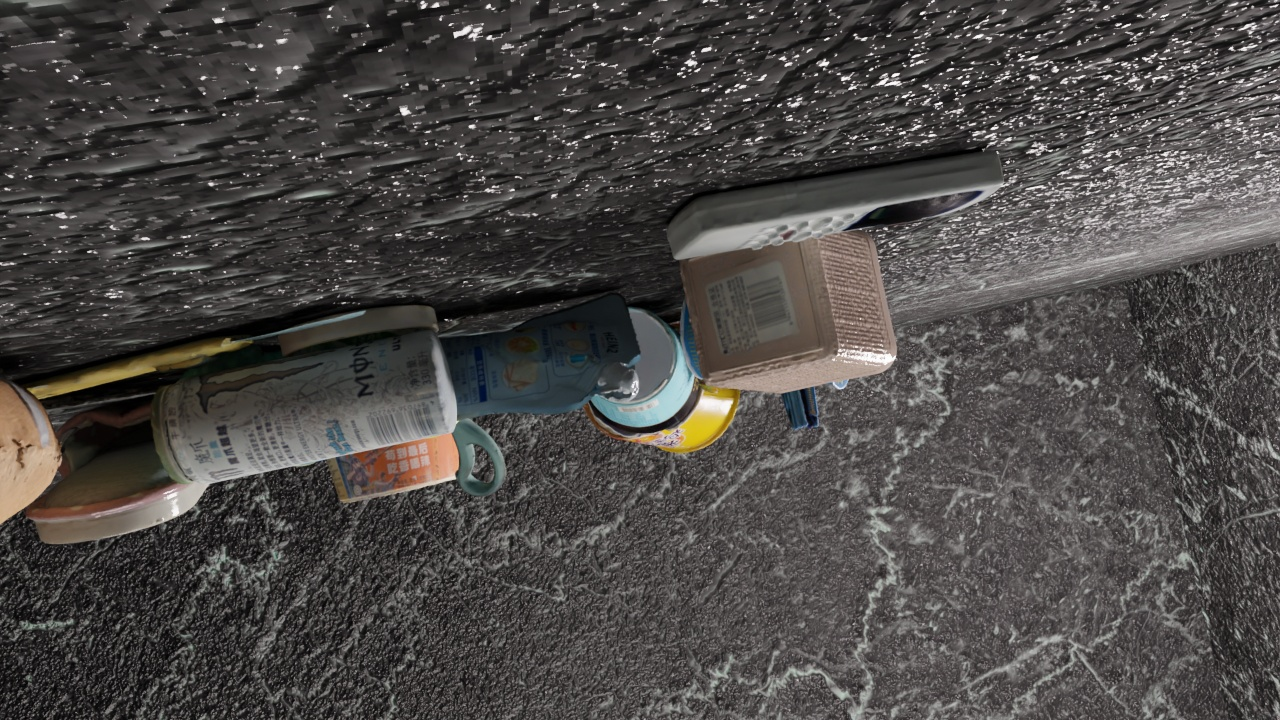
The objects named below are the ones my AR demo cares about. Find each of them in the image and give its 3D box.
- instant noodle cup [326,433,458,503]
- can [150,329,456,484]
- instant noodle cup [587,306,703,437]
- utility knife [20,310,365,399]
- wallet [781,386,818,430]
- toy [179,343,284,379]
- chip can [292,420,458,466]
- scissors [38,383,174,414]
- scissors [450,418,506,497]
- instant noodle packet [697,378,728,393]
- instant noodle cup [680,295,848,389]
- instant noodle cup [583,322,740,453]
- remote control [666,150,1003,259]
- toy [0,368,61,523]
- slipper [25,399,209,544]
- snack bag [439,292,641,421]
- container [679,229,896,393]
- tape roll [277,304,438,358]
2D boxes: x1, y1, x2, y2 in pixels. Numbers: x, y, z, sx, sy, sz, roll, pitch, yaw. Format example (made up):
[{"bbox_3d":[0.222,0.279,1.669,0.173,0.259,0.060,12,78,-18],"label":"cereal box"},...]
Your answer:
[{"bbox_3d":[-0.250,0.076,0.922,0.151,0.111,0.151,-12,177,-1],"label":"instant noodle cup"},{"bbox_3d":[-0.176,0.025,0.492,0.146,0.058,0.058,-11,177,-5],"label":"can"},{"bbox_3d":[-0.005,0.004,0.763,0.111,0.111,0.120,-12,168,5],"label":"instant noodle cup"},{"bbox_3d":[-0.239,-0.004,0.473,0.220,0.022,0.031,-17,-178,11],"label":"utility knife"},{"bbox_3d":[0.148,0.002,0.913,0.040,0.133,0.106,-13,178,8],"label":"wallet"},{"bbox_3d":[-0.234,0.012,0.552,0.097,0.030,0.091,-23,171,22],"label":"toy"},{"bbox_3d":[-0.218,0.037,0.697,0.071,0.071,0.211,-9,176,-45],"label":"chip can"},{"bbox_3d":[-0.358,0.028,0.527,0.207,0.015,0.192,-13,177,13],"label":"scissors"},{"bbox_3d":[-0.197,0.055,0.816,0.180,0.170,0.019,9,-136,19],"label":"scissors"},{"bbox_3d":[0.111,-0.025,0.794,0.128,0.044,0.111,-9,137,-55],"label":"instant noodle packet"},{"bbox_3d":[0.092,-0.024,0.682,0.110,0.099,0.099,-5,180,27],"label":"instant noodle cup"},{"bbox_3d":[0.013,0.025,0.911,0.138,0.138,0.109,-14,169,33],"label":"instant noodle cup"},{"bbox_3d":[0.088,-0.069,0.419,0.150,0.021,0.058,-11,177,-12],"label":"remote control"},{"bbox_3d":[-0.374,0.052,0.384,0.225,0.082,0.144,-8,171,-17],"label":"toy"},{"bbox_3d":[-0.316,0.051,0.601,0.114,0.054,0.274,-8,-169,-11],"label":"slipper"},{"bbox_3d":[-0.094,0.005,0.569,0.191,0.039,0.110,-10,-153,-6],"label":"snack bag"},{"bbox_3d":[0.083,-0.030,0.523,0.090,0.090,0.110,-13,174,28],"label":"container"},{"bbox_3d":[-0.158,-0.015,0.519,0.086,0.014,0.086,-12,177,-1],"label":"tape roll"}]
